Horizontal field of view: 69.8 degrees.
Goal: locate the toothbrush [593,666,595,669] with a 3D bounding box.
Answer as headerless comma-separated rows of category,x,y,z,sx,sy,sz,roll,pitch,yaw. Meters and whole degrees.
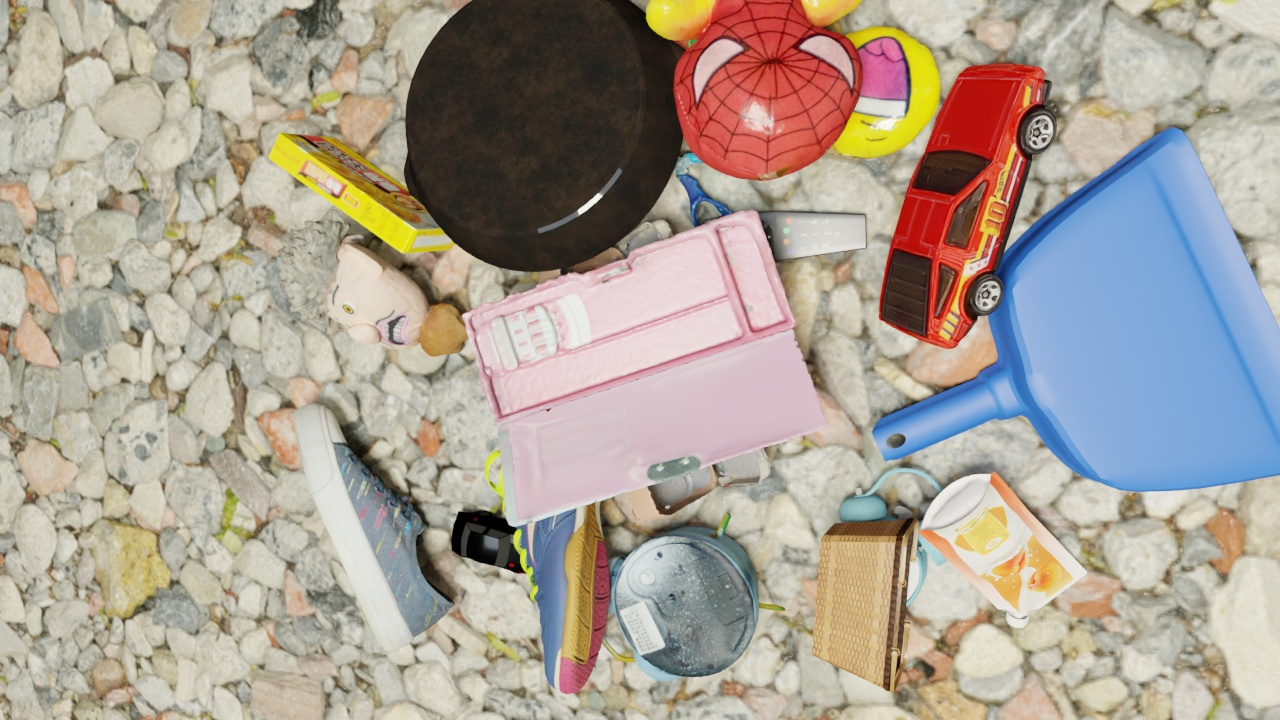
toothbrush,-0.068,0.216,0.798,0.016,0.021,0.132,-17,105,8

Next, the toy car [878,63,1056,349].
toy car,0.217,-0.105,0.624,0.056,0.081,0.189,10,103,-26

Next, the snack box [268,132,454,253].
snack box,-0.232,-0.142,0.779,0.152,0.075,0.025,35,109,11

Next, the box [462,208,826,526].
box,-0.001,0.007,0.656,0.233,0.059,0.179,-17,73,10

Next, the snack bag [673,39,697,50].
snack bag,0.021,-0.211,0.708,0.155,0.044,0.087,-11,85,14

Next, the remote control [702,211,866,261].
remote control,0.110,-0.096,0.704,0.125,0.010,0.039,-1,98,19

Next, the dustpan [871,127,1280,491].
dustpan,0.287,0.011,0.636,0.258,0.059,0.245,-25,89,11

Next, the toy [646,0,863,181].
toy,0.083,-0.224,0.632,0.148,0.098,0.216,-4,81,15

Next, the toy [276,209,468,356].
toy,-0.230,-0.048,0.785,0.176,0.076,0.133,24,150,-2

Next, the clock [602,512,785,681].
clock,0.027,0.199,0.750,0.162,0.060,0.118,-28,88,21

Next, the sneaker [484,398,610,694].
sneaker,-0.073,0.139,0.735,0.091,0.116,0.241,-3,70,12

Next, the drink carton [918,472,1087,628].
drink carton,0.264,0.140,0.664,0.069,0.038,0.122,-43,108,14

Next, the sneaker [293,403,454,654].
sneaker,-0.242,0.142,0.835,0.079,0.087,0.235,-23,86,-15

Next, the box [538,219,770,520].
box,0.003,0.012,0.714,0.107,0.094,0.216,-22,90,-14

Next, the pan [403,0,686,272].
pan,-0.098,-0.244,0.699,0.249,0.043,0.355,-18,79,16

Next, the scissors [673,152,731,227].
scissors,0.030,-0.142,0.717,0.132,0.015,0.110,3,88,17

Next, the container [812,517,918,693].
container,0.162,0.169,0.659,0.061,0.063,0.114,6,96,24

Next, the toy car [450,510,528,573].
toy car,-0.126,0.163,0.808,0.092,0.036,0.042,14,102,16

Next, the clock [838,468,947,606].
clock,0.189,0.140,0.701,0.087,0.042,0.123,25,99,14

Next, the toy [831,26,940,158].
toy,0.165,-0.191,0.656,0.095,0.041,0.094,23,101,24
